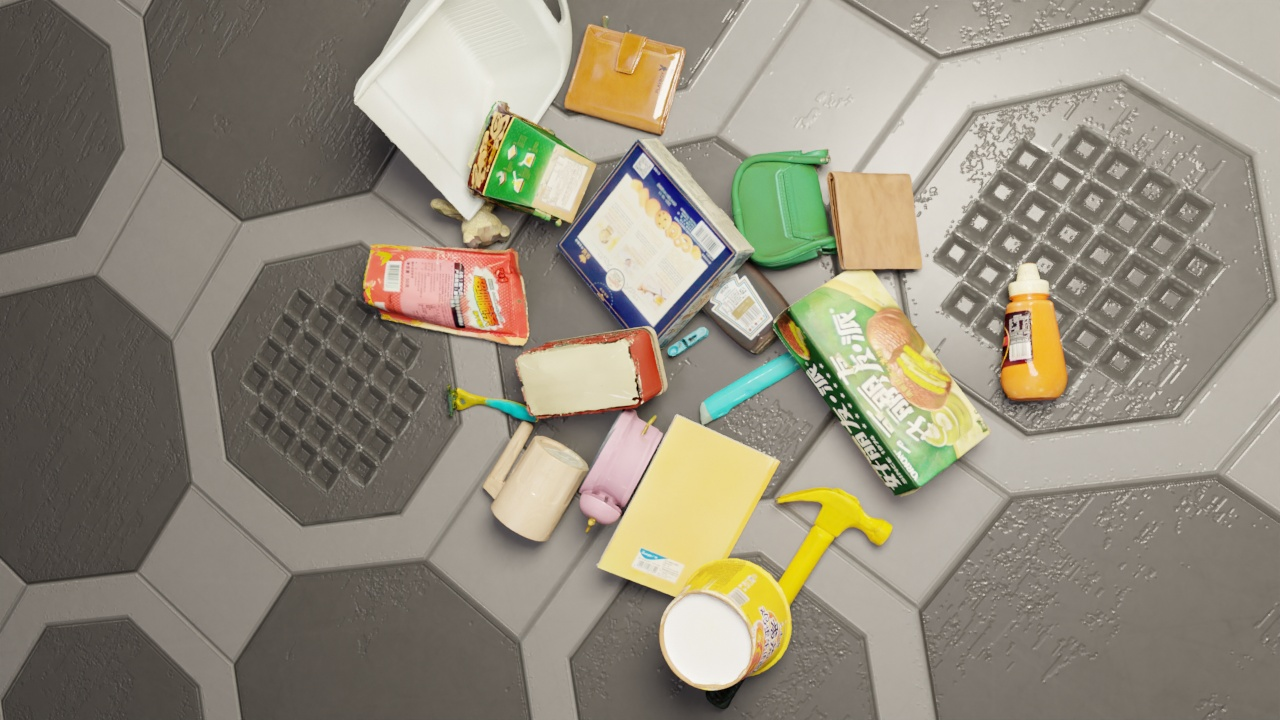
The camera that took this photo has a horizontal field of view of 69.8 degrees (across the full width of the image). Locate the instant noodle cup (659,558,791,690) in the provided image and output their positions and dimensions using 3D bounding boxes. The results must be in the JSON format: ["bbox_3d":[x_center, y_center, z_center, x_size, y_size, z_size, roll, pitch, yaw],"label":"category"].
[{"bbox_3d":[0.090,0.301,1.029,0.138,0.109,0.138,0,89,23],"label":"instant noodle cup"}]

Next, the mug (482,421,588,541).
[{"bbox_3d":[-0.135,0.148,1.145,0.125,0.084,0.103,37,99,39],"label":"mug"}]

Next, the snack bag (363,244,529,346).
[{"bbox_3d":[-0.245,-0.089,1.167,0.208,0.073,0.129,6,118,13],"label":"snack bag"}]

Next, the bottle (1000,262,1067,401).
[{"bbox_3d":[0.423,-0.032,0.993,0.067,0.066,0.149,-2,83,15],"label":"bottle"}]

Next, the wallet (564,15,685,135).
[{"bbox_3d":[-0.017,-0.350,1.124,0.131,0.035,0.119,19,101,14],"label":"wallet"}]

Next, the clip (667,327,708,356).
[{"bbox_3d":[0.058,-0.022,1.113,0.057,0.047,0.014,-32,82,11],"label":"clip"}]

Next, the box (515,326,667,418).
[{"bbox_3d":[-0.064,0.015,1.088,0.169,0.080,0.091,-8,100,32],"label":"box"}]

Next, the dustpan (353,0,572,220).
[{"bbox_3d":[-0.177,-0.340,1.065,0.143,0.222,0.257,-7,59,25],"label":"dustpan"}]

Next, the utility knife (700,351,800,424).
[{"bbox_3d":[0.133,0.030,1.097,0.151,0.013,0.029,-31,86,11],"label":"utility knife"}]

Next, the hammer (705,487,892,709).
[{"bbox_3d":[0.164,0.281,1.081,0.129,0.032,0.301,32,99,13],"label":"hammer"}]

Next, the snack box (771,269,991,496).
[{"bbox_3d":[0.263,0.019,1.011,0.114,0.063,0.240,-31,81,-19],"label":"snack box"}]

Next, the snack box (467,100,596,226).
[{"bbox_3d":[-0.123,-0.226,1.094,0.106,0.118,0.117,28,99,33],"label":"snack box"}]

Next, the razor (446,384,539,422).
[{"bbox_3d":[-0.188,0.060,1.177,0.133,0.028,0.043,10,117,18],"label":"razor"}]

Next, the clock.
[{"bbox_3d":[-0.030,0.134,1.092,0.060,0.117,0.158,29,97,2],"label":"clock"}]

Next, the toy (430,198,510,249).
[{"bbox_3d":[-0.223,-0.214,1.171,0.105,0.066,0.157,-20,79,-28],"label":"toy"}]

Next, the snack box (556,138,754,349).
[{"bbox_3d":[0.012,-0.133,1.076,0.178,0.045,0.183,51,124,12],"label":"snack box"}]

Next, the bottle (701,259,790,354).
[{"bbox_3d":[0.094,-0.097,1.089,0.080,0.044,0.195,-46,79,16],"label":"bottle"}]

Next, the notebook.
[{"bbox_3d":[0.057,0.181,1.086,0.146,0.010,0.206,24,99,-16],"label":"notebook"}]

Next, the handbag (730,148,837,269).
[{"bbox_3d":[0.168,-0.175,1.055,0.120,0.068,0.131,-12,88,14],"label":"handbag"}]

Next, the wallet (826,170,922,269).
[{"bbox_3d":[0.261,-0.155,1.021,0.101,0.020,0.115,-1,79,-17],"label":"wallet"}]
